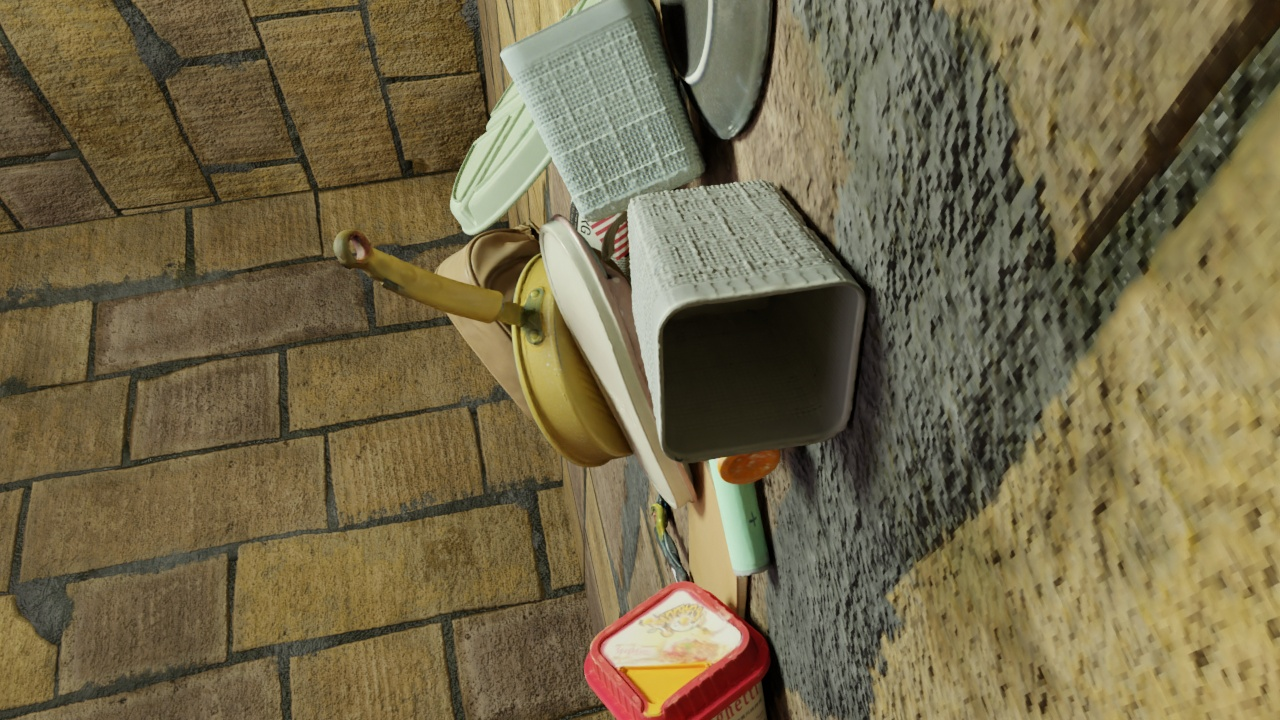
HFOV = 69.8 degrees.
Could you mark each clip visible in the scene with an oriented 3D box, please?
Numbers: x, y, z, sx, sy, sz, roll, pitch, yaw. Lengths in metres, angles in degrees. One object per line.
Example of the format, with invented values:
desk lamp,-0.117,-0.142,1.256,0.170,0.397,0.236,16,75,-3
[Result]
clip,-0.005,-0.110,0.714,0.035,0.098,0.099,-160,49,-80

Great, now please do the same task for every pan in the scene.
pan,-0.096,-0.028,0.758,0.357,0.078,0.197,36,-133,-55

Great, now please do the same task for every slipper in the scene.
slipper,-0.004,0.004,0.721,0.114,0.054,0.274,37,154,57

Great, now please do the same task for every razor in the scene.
razor,0.027,0.182,0.922,0.142,0.022,0.043,-109,11,-62

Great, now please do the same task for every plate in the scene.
plate,-0.080,-0.199,0.711,0.231,0.027,0.229,-44,27,29
plate,0.032,-0.210,0.498,0.179,0.024,0.179,169,91,-81

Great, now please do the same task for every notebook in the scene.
notebook,0.060,0.171,0.770,0.149,0.012,0.212,-110,13,-51

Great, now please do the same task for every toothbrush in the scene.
toothbrush,0.050,0.032,0.598,0.026,0.027,0.224,-169,67,-78

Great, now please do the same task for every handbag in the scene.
handbag,-0.097,-0.042,0.902,0.204,0.100,0.147,53,-142,-15

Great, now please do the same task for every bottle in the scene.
bottle,0.046,0.020,0.530,0.063,0.063,0.108,89,167,-45

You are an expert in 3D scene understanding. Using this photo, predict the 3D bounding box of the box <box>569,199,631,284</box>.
box,-0.031,-0.110,0.952,0.085,0.075,0.162,35,143,27

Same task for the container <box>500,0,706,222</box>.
container,-0.016,-0.150,0.562,0.089,0.090,0.111,-59,-54,-76

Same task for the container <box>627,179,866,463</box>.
container,0.041,-0.026,0.442,0.114,0.090,0.090,-107,12,-51

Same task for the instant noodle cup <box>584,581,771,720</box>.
instant noodle cup,0.037,0.252,0.682,0.117,0.116,0.124,28,143,55
